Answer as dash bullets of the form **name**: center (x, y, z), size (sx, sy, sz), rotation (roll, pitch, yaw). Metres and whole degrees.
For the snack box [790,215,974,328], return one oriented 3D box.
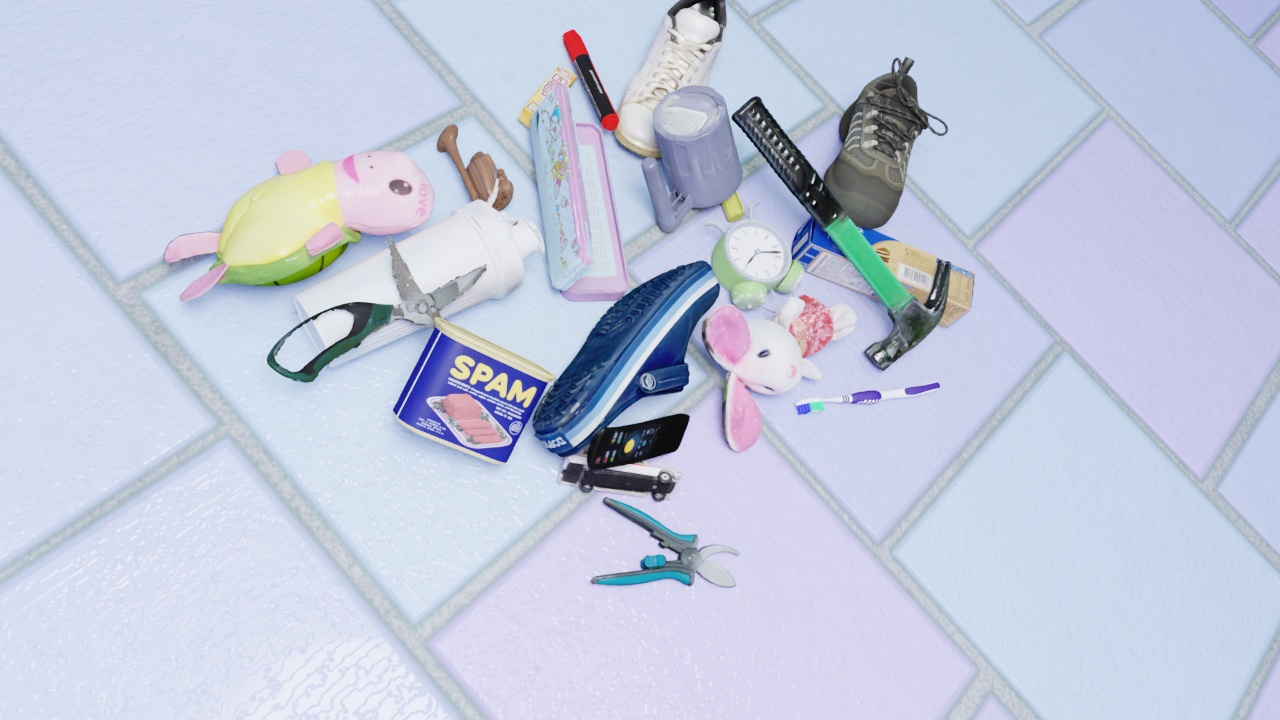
- **snack box**: center (0.275, -0.105, 1.044), size (0.206, 0.056, 0.057), rotation (21, 63, -9)

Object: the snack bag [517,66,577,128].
- **snack bag**: center (-0.102, -0.293, 1.020), size (0.026, 0.020, 0.099), rotation (34, 61, -3)

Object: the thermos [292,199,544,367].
- **thermos**: center (-0.204, -0.076, 0.850), size (0.220, 0.099, 0.099), rotation (-29, 79, -23)

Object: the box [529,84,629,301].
- **box**: center (-0.060, -0.175, 0.939), size (0.089, 0.093, 0.214), rotation (-2, 68, -19)

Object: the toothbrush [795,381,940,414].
- **toothbrush**: center (0.249, 0.040, 0.994), size (0.186, 0.015, 0.016), rotation (-6, 74, -22)

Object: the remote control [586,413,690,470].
- **remote control**: center (0.000, 0.072, 0.842), size (0.020, 0.041, 0.151), rotation (28, 16, 27)

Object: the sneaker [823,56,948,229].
- **sneaker**: center (0.290, -0.260, 1.047), size (0.101, 0.143, 0.237), rotation (24, 49, -8)

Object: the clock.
- **clock**: center (0.125, -0.105, 1.000), size (0.094, 0.043, 0.119), rotation (-24, 76, -25)

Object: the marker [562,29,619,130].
- **marker**: center (-0.055, -0.316, 1.033), size (0.023, 0.021, 0.145), rotation (3, 54, -42)

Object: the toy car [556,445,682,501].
- **toy car**: center (-0.020, 0.103, 0.863), size (0.113, 0.039, 0.039), rotation (9, 43, -16)

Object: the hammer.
- **hammer**: center (0.209, -0.146, 0.974), size (0.130, 0.032, 0.319), rotation (-41, 102, 4)

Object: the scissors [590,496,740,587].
- **scissors**: center (0.017, 0.174, 0.852), size (0.155, 0.019, 0.124), rotation (-19, 75, -27)

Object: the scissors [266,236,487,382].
- **scissors**: center (-0.204, -0.004, 0.807), size (0.201, 0.015, 0.202), rotation (-33, 116, -15)

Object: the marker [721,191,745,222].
- **marker**: center (0.090, -0.216, 1.052), size (0.021, 0.018, 0.123), rotation (-11, 70, -23)

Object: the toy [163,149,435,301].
- **toy**: center (-0.303, -0.123, 0.820), size (0.238, 0.088, 0.190), rotation (-28, 42, -12)

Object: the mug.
- **mug**: center (0.049, -0.213, 0.977), size (0.084, 0.104, 0.123), rotation (30, 72, 28)

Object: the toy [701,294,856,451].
- **toy**: center (0.141, -0.009, 0.938), size (0.193, 0.084, 0.159), rotation (-26, 118, -33)

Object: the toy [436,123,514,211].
- **toy**: center (-0.165, -0.191, 0.940), size (0.054, 0.042, 0.101), rotation (-10, 63, -38)

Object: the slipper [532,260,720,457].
- **slipper**: center (-0.005, 0.005, 0.881), size (0.095, 0.105, 0.252), rotation (50, 57, -15)

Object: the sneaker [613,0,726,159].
- **sneaker**: center (0.048, -0.336, 1.043), size (0.089, 0.103, 0.240), rotation (26, 62, -7)

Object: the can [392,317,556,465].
- **can**: center (-0.147, 0.029, 0.805), size (0.116, 0.056, 0.092), rotation (27, 92, -31)
